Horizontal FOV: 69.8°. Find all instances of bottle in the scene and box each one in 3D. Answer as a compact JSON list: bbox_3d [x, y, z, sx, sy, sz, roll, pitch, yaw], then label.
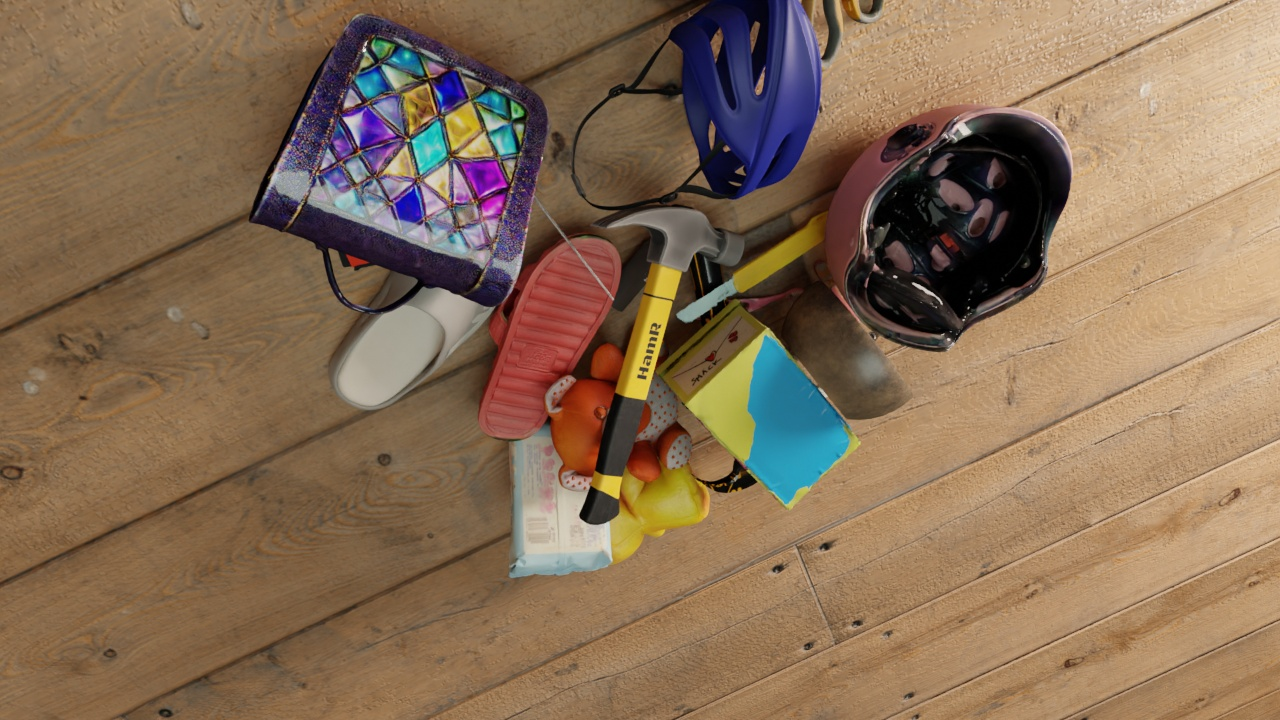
[{"bbox_3d":[0.005,-0.102,0.957,0.030,0.030,0.113,31,109,-30],"label":"bottle"}]

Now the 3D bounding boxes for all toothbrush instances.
[{"bbox_3d":[-0.077,-0.132,0.873,0.010,0.010,0.181,-37,94,9],"label":"toothbrush"},{"bbox_3d":[0.247,-0.050,1.072,0.015,0.015,0.184,-39,126,1],"label":"toothbrush"},{"bbox_3d":[0.121,-0.063,1.026,0.135,0.016,0.022,-12,118,-9],"label":"toothbrush"}]

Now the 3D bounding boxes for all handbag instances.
[{"bbox_3d":[-0.198,-0.145,0.768,0.204,0.126,0.222,20,86,-27],"label":"handbag"}]

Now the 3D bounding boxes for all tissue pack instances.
[{"bbox_3d":[-0.092,0.147,1.026,0.112,0.181,0.070,1,164,-13],"label":"tissue pack"}]

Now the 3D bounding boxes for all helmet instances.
[{"bbox_3d":[0.303,-0.149,0.939,0.230,0.152,0.256,29,109,-27],"label":"helmet"},{"bbox_3d":[0.046,-0.218,0.805,0.227,0.147,0.242,-20,158,-8],"label":"helmet"}]

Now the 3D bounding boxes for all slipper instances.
[{"bbox_3d":[-0.105,-0.029,0.953,0.103,0.059,0.249,15,115,-31],"label":"slipper"},{"bbox_3d":[-0.215,-0.039,0.905,0.113,0.080,0.266,35,108,-28],"label":"slipper"}]

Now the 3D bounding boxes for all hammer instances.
[{"bbox_3d":[0.092,0.012,1.025,0.123,0.036,0.321,-21,118,-13],"label":"hammer"},{"bbox_3d":[-0.005,0.005,0.894,0.169,0.034,0.324,11,97,-39],"label":"hammer"}]

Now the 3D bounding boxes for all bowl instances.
[{"bbox_3d":[0.215,-0.003,0.992,0.070,0.162,0.162,-38,124,9],"label":"bowl"}]

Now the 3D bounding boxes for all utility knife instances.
[{"bbox_3d":[0.128,-0.100,0.970,0.218,0.019,0.030,-34,117,-18],"label":"utility knife"}]

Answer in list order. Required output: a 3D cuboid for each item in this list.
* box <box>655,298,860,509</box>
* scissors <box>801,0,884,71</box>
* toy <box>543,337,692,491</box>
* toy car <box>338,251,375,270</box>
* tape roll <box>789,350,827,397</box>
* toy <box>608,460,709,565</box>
[{"bbox_3d":[0.133,0.053,1.000,0.124,0.082,0.221,-44,126,3],"label":"box"},{"bbox_3d":[0.170,-0.372,0.800,0.133,0.016,0.228,-39,138,-18],"label":"scissors"},{"bbox_3d":[-0.023,0.059,0.981,0.172,0.093,0.164,-24,107,-40],"label":"toy"},{"bbox_3d":[-0.263,-0.128,0.851,0.051,0.048,0.100,-12,125,-8],"label":"toy car"},{"bbox_3d":[0.218,0.005,1.099,0.093,0.013,0.093,-8,124,-12],"label":"tape roll"},{"bbox_3d":[-0.009,0.189,1.111,0.194,0.087,0.134,-23,129,-2],"label":"toy"}]
